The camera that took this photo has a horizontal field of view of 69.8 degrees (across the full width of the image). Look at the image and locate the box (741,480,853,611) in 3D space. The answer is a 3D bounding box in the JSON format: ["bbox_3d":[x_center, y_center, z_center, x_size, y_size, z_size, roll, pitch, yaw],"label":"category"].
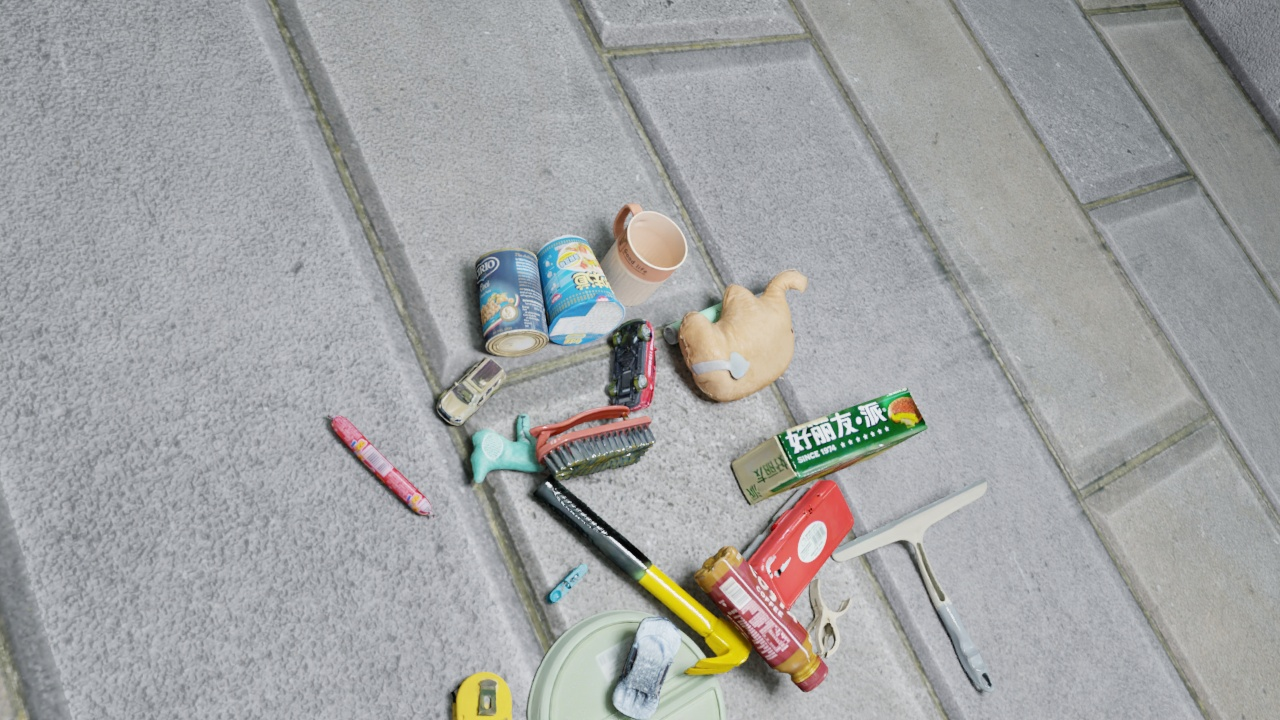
[{"bbox_3d":[0.186,0.231,1.121,0.200,0.068,0.090,-37,103,-44],"label":"box"}]

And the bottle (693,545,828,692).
[{"bbox_3d":[0.136,0.287,1.013,0.175,0.058,0.057,49,54,2],"label":"bottle"}]

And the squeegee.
[{"bbox_3d":[0.397,0.313,1.199,0.246,0.039,0.246,-21,82,-15],"label":"squeegee"}]

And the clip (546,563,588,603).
[{"bbox_3d":[-0.080,0.244,1.000,0.056,0.041,0.014,-40,86,-29],"label":"clip"}]

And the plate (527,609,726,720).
[{"bbox_3d":[-0.006,0.377,0.968,0.230,0.028,0.229,12,61,-22],"label":"plate"}]

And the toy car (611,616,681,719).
[{"bbox_3d":[0.007,0.317,0.949,0.049,0.031,0.105,21,78,0],"label":"toy car"}]

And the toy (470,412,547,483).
[{"bbox_3d":[-0.148,0.099,1.034,0.091,0.030,0.096,12,53,-27],"label":"toy"}]

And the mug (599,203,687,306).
[{"bbox_3d":[-0.006,-0.141,1.177,0.081,0.106,0.114,-11,71,-31],"label":"mug"}]

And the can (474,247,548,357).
[{"bbox_3d":[-0.152,-0.067,1.084,0.075,0.075,0.111,1,66,-27],"label":"can"}]

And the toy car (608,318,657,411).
[{"bbox_3d":[-0.007,0.007,1.137,0.045,0.053,0.120,27,59,-46],"label":"toy car"}]

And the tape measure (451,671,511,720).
[{"bbox_3d":[-0.156,0.339,0.909,0.060,0.029,0.057,6,63,-25],"label":"tape measure"}]

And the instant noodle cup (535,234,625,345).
[{"bbox_3d":[-0.081,-0.090,1.127,0.099,0.099,0.109,-5,60,-29],"label":"instant noodle cup"}]

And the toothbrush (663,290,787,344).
[{"bbox_3d":[0.120,-0.069,1.255,0.223,0.027,0.027,-24,73,-34],"label":"toothbrush"}]

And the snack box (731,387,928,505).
[{"bbox_3d":[0.243,0.108,1.175,0.239,0.115,0.063,-14,72,-33],"label":"snack box"}]

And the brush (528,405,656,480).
[{"bbox_3d":[-0.058,0.092,1.051,0.145,0.063,0.069,-9,59,-38],"label":"brush"}]

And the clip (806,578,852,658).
[{"bbox_3d":[0.220,0.316,1.111,0.064,0.035,0.098,31,51,-10],"label":"clip"}]

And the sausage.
[{"bbox_3d":[-0.274,0.112,0.968,0.156,0.020,0.020,45,54,0],"label":"sausage"}]

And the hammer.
[{"bbox_3d":[0.003,0.236,1.026,0.301,0.033,0.128,40,32,1],"label":"hammer"}]

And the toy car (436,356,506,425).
[{"bbox_3d":[-0.192,0.034,1.039,0.042,0.035,0.090,42,57,-1],"label":"toy car"}]

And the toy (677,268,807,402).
[{"bbox_3d":[0.148,-0.034,1.210,0.225,0.083,0.143,-34,105,-32],"label":"toy"}]
